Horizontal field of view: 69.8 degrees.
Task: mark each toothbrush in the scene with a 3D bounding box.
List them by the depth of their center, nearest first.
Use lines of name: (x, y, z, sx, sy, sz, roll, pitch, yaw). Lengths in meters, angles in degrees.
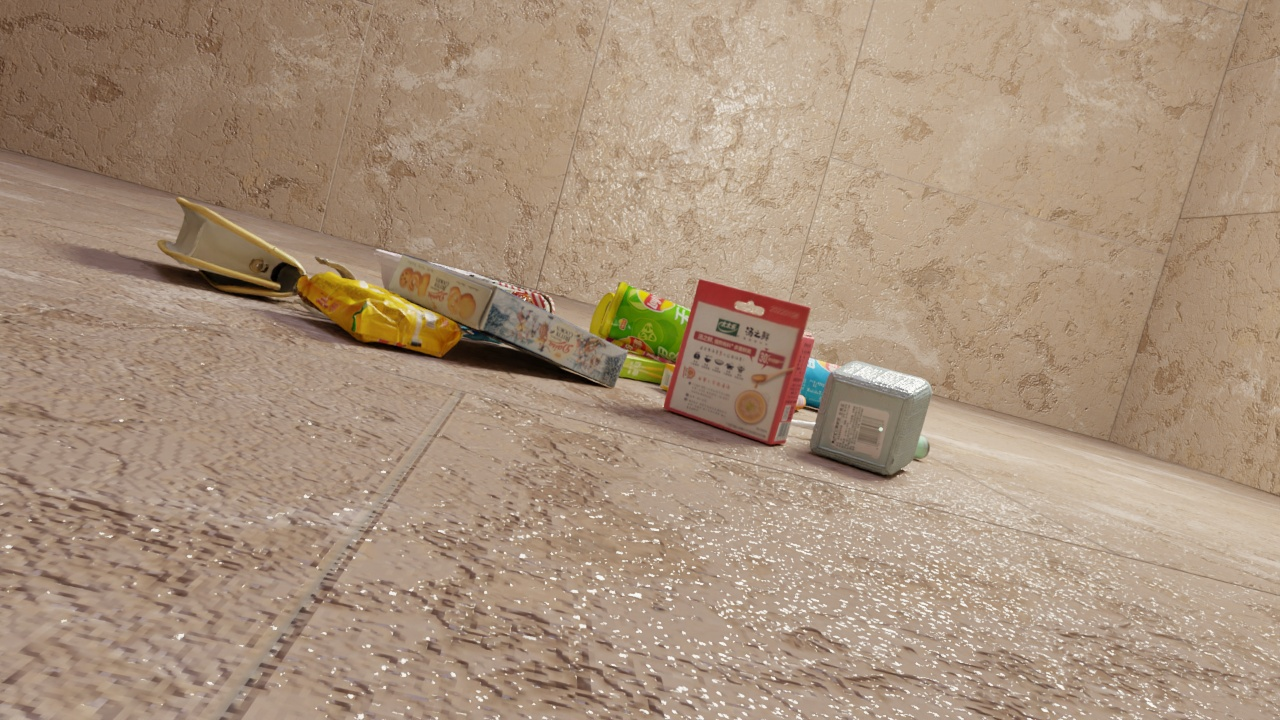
toothbrush: (0.221, 0.077, 0.963, 0.224, 0.027, 0.026, 12, 38, -31)

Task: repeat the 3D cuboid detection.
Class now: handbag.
handbag: (-0.387, -0.092, 0.926, 0.178, 0.063, 0.163, 30, -5, -35)

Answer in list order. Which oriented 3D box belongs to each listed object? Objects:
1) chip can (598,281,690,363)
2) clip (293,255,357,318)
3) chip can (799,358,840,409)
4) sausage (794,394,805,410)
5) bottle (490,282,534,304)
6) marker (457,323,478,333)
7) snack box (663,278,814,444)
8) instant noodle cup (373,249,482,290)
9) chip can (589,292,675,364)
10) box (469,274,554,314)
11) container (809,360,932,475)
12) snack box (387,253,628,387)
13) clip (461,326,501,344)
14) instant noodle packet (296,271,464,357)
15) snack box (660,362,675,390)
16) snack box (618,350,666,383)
chip can: (0.064, -0.024, 1.107, 0.221, 0.072, 0.072, 21, 5, 1)
clip: (-0.286, -0.050, 0.880, 0.035, 0.094, 0.102, 19, -32, 51)
chip can: (0.211, 0.023, 1.307, 0.210, 0.071, 0.071, 16, 5, 9)
sausage: (0.183, 0.053, 1.157, 0.021, 0.021, 0.165, 17, 5, 23)
bottle: (-0.237, -0.082, 1.204, 0.206, 0.060, 0.059, 17, 5, 23)
marker: (-0.212, -0.046, 1.110, 0.017, 0.017, 0.146, 12, 5, -31)
snack box: (0.093, 0.001, 0.842, 0.113, 0.127, 0.044, 18, 6, 27)
instant noodle cup: (-0.295, -0.110, 1.352, 0.138, 0.060, 0.173, 19, 7, 41)
chip can: (0.041, -0.024, 1.215, 0.210, 0.071, 0.071, 18, 3, -21)
box: (-0.187, -0.074, 1.237, 0.164, 0.071, 0.060, 15, -14, 33)
container: (0.213, 0.053, 0.856, 0.090, 0.090, 0.111, 16, 8, 22)
snack box: (-0.134, -0.040, 0.921, 0.182, 0.046, 0.178, 26, -3, -44)
clip: (-0.177, -0.030, 1.024, 0.056, 0.049, 0.015, 3, 13, -41)
instant noodle packet: (-0.230, -0.040, 0.811, 0.110, 0.044, 0.128, 13, 7, -45)
snack box: (0.091, 0.037, 0.995, 0.086, 0.034, 0.140, 12, 7, -27)
snack box: (-0.043, -0.002, 1.067, 0.156, 0.026, 0.086, 12, 6, -41)
